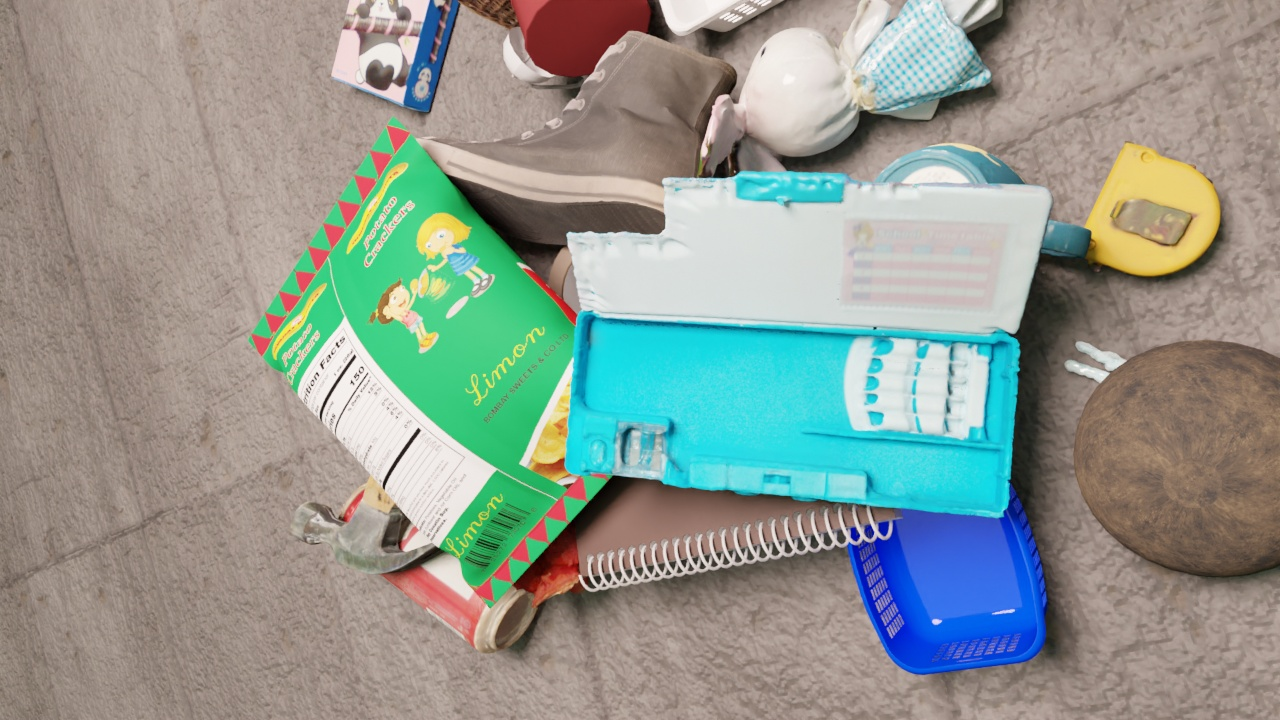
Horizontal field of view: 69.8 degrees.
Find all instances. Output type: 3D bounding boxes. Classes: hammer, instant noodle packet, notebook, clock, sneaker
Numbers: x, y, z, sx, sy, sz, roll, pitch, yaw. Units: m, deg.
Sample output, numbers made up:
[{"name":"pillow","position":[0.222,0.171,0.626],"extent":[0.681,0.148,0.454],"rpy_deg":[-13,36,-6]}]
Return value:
[{"name":"hammer","position":[-0.154,-0.001,0.684],"extent":[0.132,0.033,0.330],"rpy_deg":[18,89,24]},{"name":"instant noodle packet","position":[-0.125,0.005,0.583],"extent":[0.252,0.090,0.196],"rpy_deg":[45,111,10]},{"name":"notebook","position":[0.041,0.041,0.564],"extent":[0.210,0.022,0.171],"rpy_deg":[-18,71,30]},{"name":"clock","position":[-0.043,-0.223,0.600],"extent":[0.125,0.087,0.044],"rpy_deg":[124,132,-58]},{"name":"sneaker","position":[-0.053,-0.147,0.608],"extent":[0.235,0.095,0.119],"rpy_deg":[9,73,34]}]

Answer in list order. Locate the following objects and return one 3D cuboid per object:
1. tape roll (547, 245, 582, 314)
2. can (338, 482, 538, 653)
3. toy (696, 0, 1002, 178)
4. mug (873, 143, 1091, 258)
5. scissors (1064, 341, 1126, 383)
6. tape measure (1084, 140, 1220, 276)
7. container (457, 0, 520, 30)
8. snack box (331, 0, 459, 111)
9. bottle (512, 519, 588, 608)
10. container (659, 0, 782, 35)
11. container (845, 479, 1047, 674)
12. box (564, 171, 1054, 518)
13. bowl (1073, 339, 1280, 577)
[{"name":"tape roll","position":[-0.019,-0.046,0.643],"extent":[0.094,0.030,0.093],"rpy_deg":[2,94,30]},{"name":"can","position":[-0.159,0.157,0.714],"extent":[0.170,0.067,0.067],"rpy_deg":[27,106,26]},{"name":"toy","position":[0.115,-0.169,0.528],"extent":[0.206,0.131,0.105],"rpy_deg":[-36,54,14]},{"name":"mug","position":[0.177,-0.072,0.487],"extent":[0.112,0.104,0.084],"rpy_deg":[16,100,29]},{"name":"scissors","position":[0.302,0.039,0.474],"extent":[0.175,0.033,0.072],"rpy_deg":[31,110,29]},{"name":"tape measure","position":[0.267,-0.072,0.479],"extent":[0.059,0.030,0.068],"rpy_deg":[28,107,28]},{"name":"container","position":[-0.046,-0.318,0.596],"extent":[0.199,0.113,0.112],"rpy_deg":[-32,74,26]},{"name":"snack box","position":[-0.187,-0.284,0.724],"extent":[0.088,0.033,0.154],"rpy_deg":[27,106,26]},{"name":"bottle","position":[-0.075,0.117,0.647],"extent":[0.099,0.098,0.111],"rpy_deg":[-31,77,27]},{"name":"container","position":[0.072,-0.259,0.567],"extent":[0.129,0.049,0.080],"rpy_deg":[-21,83,29]},{"name":"container","position":[0.176,0.111,0.524],"extent":[0.096,0.058,0.114],"rpy_deg":[-19,83,29]},{"name":"box","position":[0.075,-0.012,0.468],"extent":[0.227,0.073,0.181],"rpy_deg":[4,112,12]},{"name":"bowl","position":[0.275,0.053,0.453],"extent":[0.121,0.056,0.121],"rpy_deg":[8,103,35]}]
